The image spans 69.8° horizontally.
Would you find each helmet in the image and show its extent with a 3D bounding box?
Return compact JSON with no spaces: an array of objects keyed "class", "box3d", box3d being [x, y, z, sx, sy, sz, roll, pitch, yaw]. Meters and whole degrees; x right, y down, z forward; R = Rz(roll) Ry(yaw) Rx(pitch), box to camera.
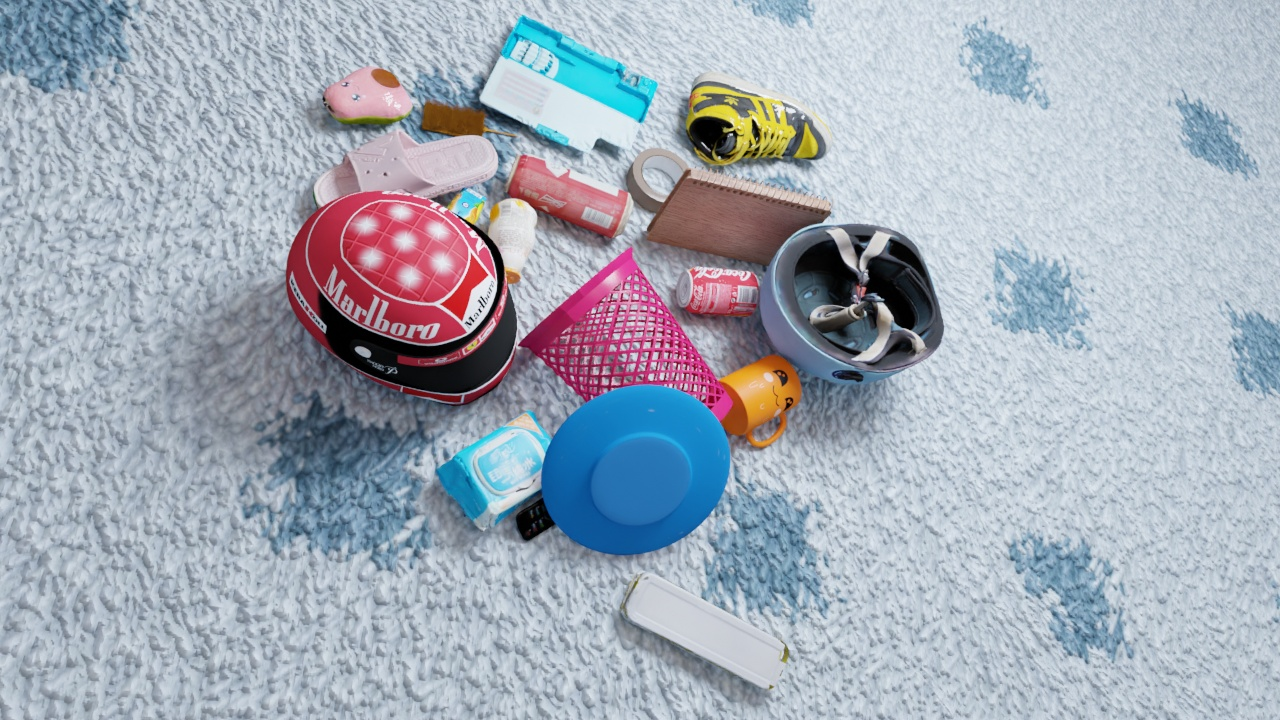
[{"class":"helmet","box3d":[0.271,-0.066,1.256,0.265,0.167,0.225,5,65,-25]},{"class":"helmet","box3d":[-0.256,-0.075,1.023,0.271,0.225,0.197,28,64,-6]}]

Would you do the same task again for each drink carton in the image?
[{"class":"drink carton","box3d":[-0.244,-0.165,1.175,0.038,0.044,0.128,31,58,-5]}]

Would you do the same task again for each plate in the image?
[{"class":"plate","box3d":[-0.002,0.135,1.056,0.224,0.225,0.024,10,20,-17]}]

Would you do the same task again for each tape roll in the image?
[{"class":"tape roll","box3d":[0.028,-0.260,1.330,0.093,0.030,0.093,8,65,-18]}]

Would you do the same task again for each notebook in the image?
[{"class":"notebook","box3d":[0.134,-0.195,1.261,0.210,0.170,0.022,10,64,-17]}]

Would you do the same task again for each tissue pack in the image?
[{"class":"tissue pack","box3d":[-0.155,0.127,1.067,0.144,0.062,0.093,-33,82,-30]}]

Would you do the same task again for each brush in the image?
[{"class":"brush","box3d":[-0.235,-0.328,1.266,0.126,0.017,0.048,8,65,-18]}]

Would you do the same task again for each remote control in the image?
[{"class":"remote control","box3d":[-0.085,0.160,1.099,0.151,0.020,0.041,-32,123,-30]}]

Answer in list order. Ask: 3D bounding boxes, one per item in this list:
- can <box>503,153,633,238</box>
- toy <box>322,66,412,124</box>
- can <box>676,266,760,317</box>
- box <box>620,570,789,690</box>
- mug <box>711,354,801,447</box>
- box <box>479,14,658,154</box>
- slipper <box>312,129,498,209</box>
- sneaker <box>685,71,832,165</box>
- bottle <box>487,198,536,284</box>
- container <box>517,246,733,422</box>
[{"class":"can","box3d":[-0.097,-0.223,1.244,0.170,0.067,0.067,19,62,-12]},{"class":"toy","box3d":[-0.360,-0.342,1.204,0.109,0.051,0.090,-30,79,-28]},{"class":"can","box3d":[0.107,-0.095,1.267,0.104,0.064,0.064,3,66,-20]},{"class":"box","box3d":[0.076,0.321,1.091,0.210,0.045,0.065,29,73,-7]},{"class":"mug","box3d":[0.156,0.061,1.218,0.095,0.078,0.113,-25,109,-28]},{"class":"box","box3d":[-0.102,-0.386,1.332,0.226,0.039,0.181,24,62,-10]},{"class":"slipper","box3d":[-0.297,-0.247,1.158,0.239,0.065,0.094,-20,61,-19]},{"class":"sneaker","box3d":[0.177,-0.341,1.390,0.238,0.086,0.121,22,55,-6]},{"class":"bottle","box3d":[-0.168,-0.153,1.188,0.063,0.063,0.108,10,64,-17]},{"class":"container","box3d":[-0.007,0.007,1.125,0.226,0.184,0.182,49,59,-4]}]
